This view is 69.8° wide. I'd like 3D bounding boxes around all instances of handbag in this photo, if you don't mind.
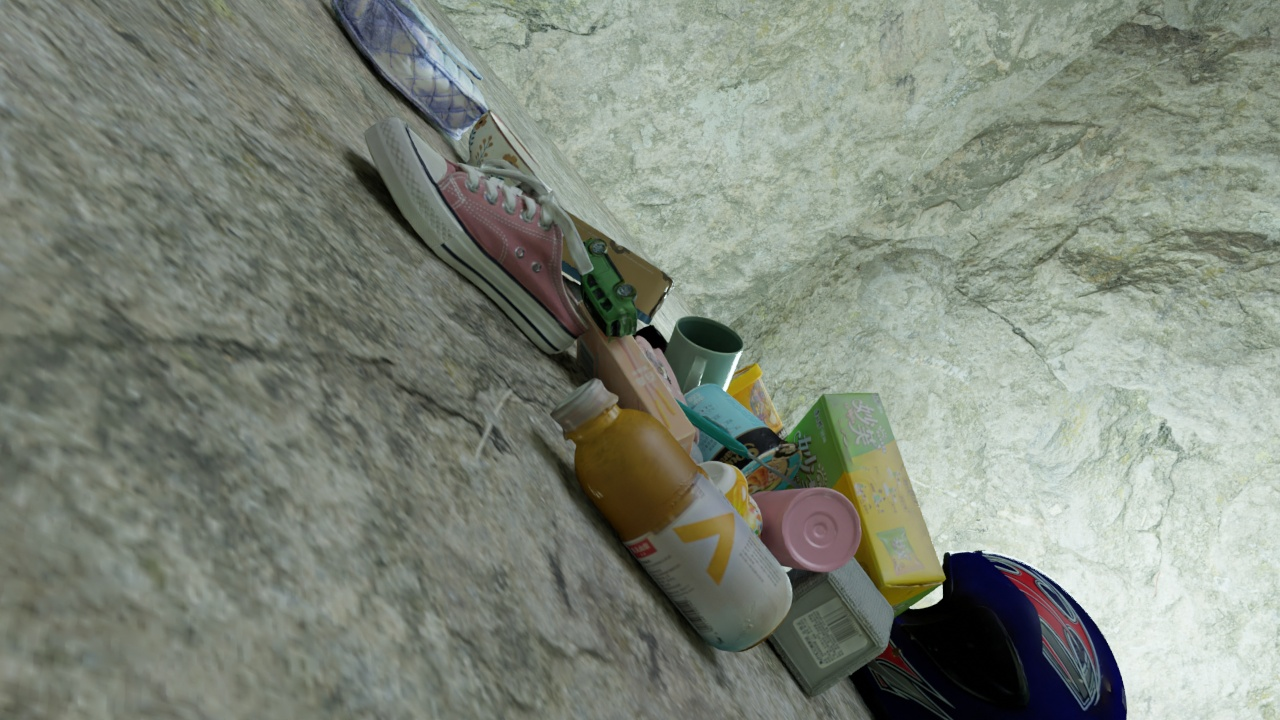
[{"bbox_3d":[-0.243,-0.335,1.010,0.134,0.075,0.194,54,6,15],"label":"handbag"}]

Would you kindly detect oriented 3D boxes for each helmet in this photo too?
[{"bbox_3d":[0.365,0.324,0.990,0.247,0.240,0.315,47,8,-48],"label":"helmet"}]

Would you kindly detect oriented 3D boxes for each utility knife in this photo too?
[{"bbox_3d":[0.063,0.060,0.814,0.216,0.013,0.029,34,-13,14],"label":"utility knife"}]

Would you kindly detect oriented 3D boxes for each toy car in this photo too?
[{"bbox_3d":[-0.030,-0.060,0.755,0.043,0.036,0.091,92,-26,-57],"label":"toy car"}]

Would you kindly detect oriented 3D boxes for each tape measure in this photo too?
[{"bbox_3d":[0.005,-0.011,1.063,0.039,0.057,0.058,51,-5,12],"label":"tape measure"}]

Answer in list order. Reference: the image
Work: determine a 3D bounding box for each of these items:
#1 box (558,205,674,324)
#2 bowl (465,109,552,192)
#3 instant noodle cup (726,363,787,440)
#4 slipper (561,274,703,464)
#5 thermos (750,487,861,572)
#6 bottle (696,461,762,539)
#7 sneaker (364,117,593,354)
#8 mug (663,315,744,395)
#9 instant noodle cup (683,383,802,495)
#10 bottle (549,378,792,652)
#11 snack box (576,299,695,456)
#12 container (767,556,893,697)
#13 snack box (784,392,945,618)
[{"bbox_3d":[-0.052,-0.108,0.977,0.184,0.060,0.089,31,2,5],"label":"box"},{"bbox_3d":[-0.159,-0.223,1.051,0.113,0.062,0.113,51,9,-11],"label":"bowl"},{"bbox_3d":[0.135,0.081,1.252,0.114,0.118,0.118,60,7,-2],"label":"instant noodle cup"},{"bbox_3d":[-0.006,0.005,0.926,0.274,0.054,0.114,54,7,31],"label":"slipper"},{"bbox_3d":[0.132,0.147,0.798,0.199,0.087,0.067,129,-31,-76],"label":"thermos"},{"bbox_3d":[0.067,0.134,0.727,0.063,0.063,0.108,-113,178,-64],"label":"bottle"},{"bbox_3d":[-0.103,-0.101,0.692,0.241,0.088,0.118,48,9,-40],"label":"sneaker"},{"bbox_3d":[0.060,0.020,1.034,0.082,0.106,0.111,21,27,2],"label":"mug"},{"bbox_3d":[0.090,0.089,0.960,0.120,0.111,0.111,49,4,33],"label":"instant noodle cup"},{"bbox_3d":[0.017,0.094,0.570,0.189,0.068,0.068,51,7,-8],"label":"bottle"},{"bbox_3d":[-0.008,0.026,0.778,0.157,0.026,0.085,55,-22,27],"label":"snack box"},{"bbox_3d":[0.156,0.219,0.779,0.090,0.090,0.114,53,10,11],"label":"container"},{"bbox_3d":[0.210,0.159,0.939,0.158,0.070,0.209,116,-32,-52],"label":"snack box"}]
